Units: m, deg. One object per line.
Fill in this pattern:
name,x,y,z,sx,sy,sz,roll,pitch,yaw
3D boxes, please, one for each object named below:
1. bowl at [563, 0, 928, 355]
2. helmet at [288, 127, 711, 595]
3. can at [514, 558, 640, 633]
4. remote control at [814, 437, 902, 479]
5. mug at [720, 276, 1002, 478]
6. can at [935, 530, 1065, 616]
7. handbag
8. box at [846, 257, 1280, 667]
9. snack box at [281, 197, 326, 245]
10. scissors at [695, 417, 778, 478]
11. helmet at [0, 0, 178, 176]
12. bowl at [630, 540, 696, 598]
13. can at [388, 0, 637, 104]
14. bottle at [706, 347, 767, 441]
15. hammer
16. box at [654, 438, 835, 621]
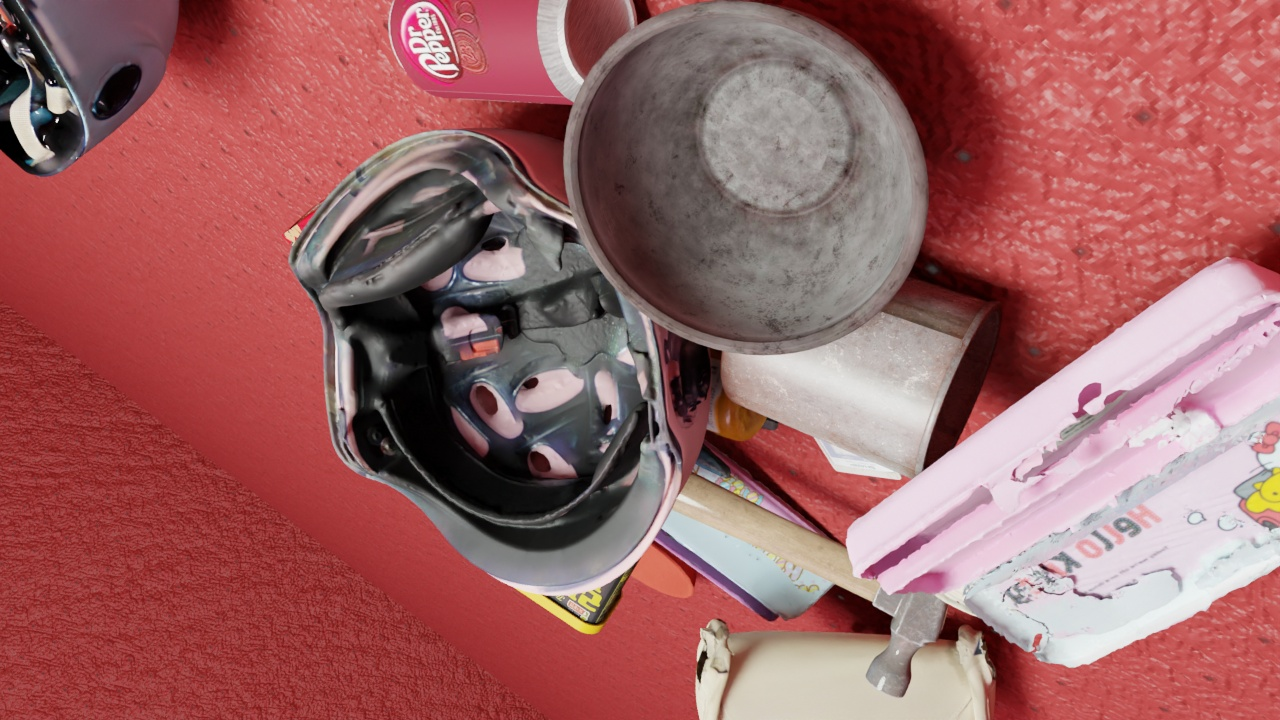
bowl,0.048,-0.081,0.379,0.145,0.067,0.145,13,128,17
helmet,-0.061,-0.005,0.521,0.231,0.152,0.255,-21,97,32
can,-0.059,0.141,0.757,0.131,0.072,0.101,32,114,8
remote control,0.112,0.023,0.552,0.050,0.011,0.136,2,137,48
mug,0.110,0.002,0.452,0.110,0.096,0.123,29,178,27
can,0.189,0.089,0.493,0.067,0.076,0.067,28,151,17
handbag,0.151,0.234,0.703,0.229,0.131,0.184,-1,137,-3
box,0.200,0.052,0.381,0.155,0.058,0.202,24,130,-24
snack box,-0.209,-0.078,0.746,0.132,0.035,0.152,49,151,-22
scissors,0.025,0.034,0.624,0.150,0.120,0.019,-112,12,-50
helmet,-0.380,-0.246,0.540,0.225,0.166,0.266,43,154,-17
bowl,0.008,0.180,0.893,0.122,0.035,0.122,28,152,17
can,-0.061,-0.152,0.424,0.114,0.063,0.063,15,146,37
bottle,-0.004,0.004,0.610,0.186,0.053,0.053,16,146,35
hammer,0.049,0.099,0.627,0.331,0.119,0.030,24,-171,17
box,0.057,0.108,0.713,0.214,0.089,0.093,38,110,-13
